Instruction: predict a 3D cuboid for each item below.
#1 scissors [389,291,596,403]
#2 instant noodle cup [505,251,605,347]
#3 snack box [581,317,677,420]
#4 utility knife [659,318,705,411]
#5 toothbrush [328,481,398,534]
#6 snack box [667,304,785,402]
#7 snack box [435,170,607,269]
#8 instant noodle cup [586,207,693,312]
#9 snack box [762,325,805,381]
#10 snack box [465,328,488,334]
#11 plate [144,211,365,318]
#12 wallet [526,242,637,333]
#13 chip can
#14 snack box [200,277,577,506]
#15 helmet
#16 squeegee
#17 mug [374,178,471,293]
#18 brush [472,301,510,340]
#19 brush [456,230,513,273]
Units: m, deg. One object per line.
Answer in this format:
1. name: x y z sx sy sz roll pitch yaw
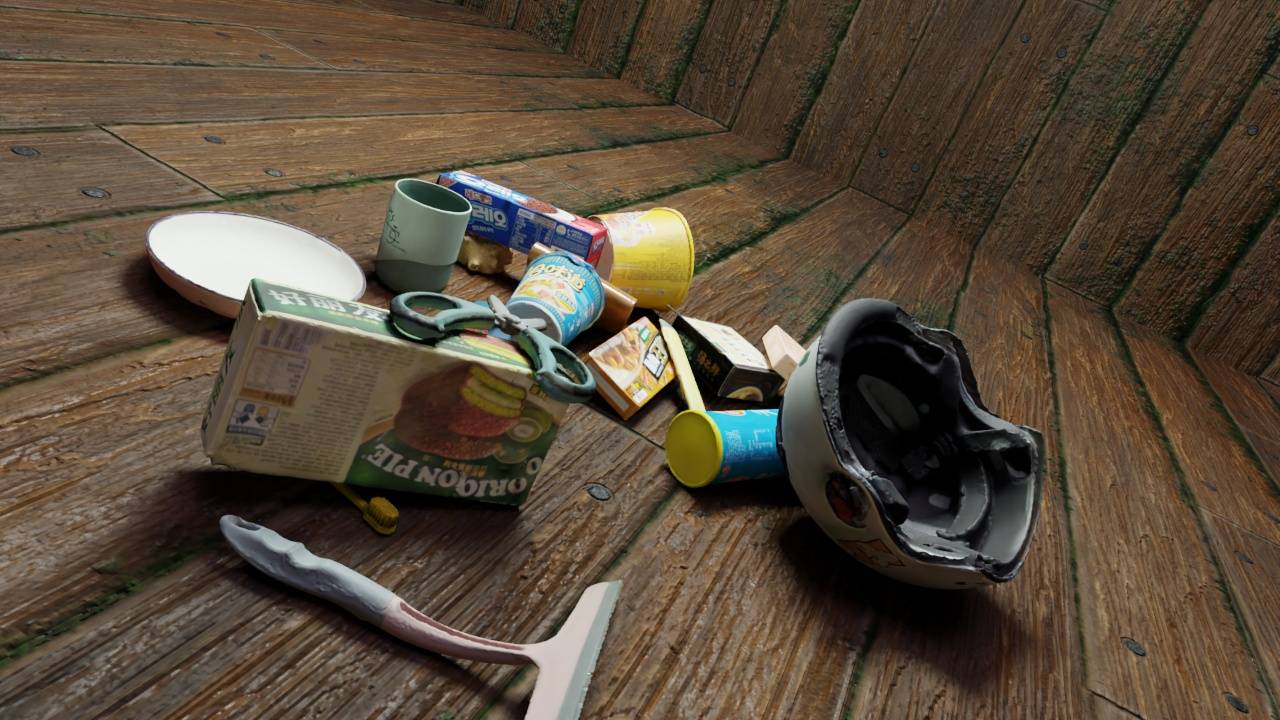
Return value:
1. scissors: -0.113 -0.022 0.670 0.180 0.019 0.170 15 20 -32
2. instant noodle cup: -0.100 -0.051 0.971 0.099 0.099 0.109 25 32 4
3. snack box: -0.006 0.006 0.977 0.075 0.026 0.153 47 28 3
4. utility knife: 0.053 0.029 0.977 0.031 0.022 0.212 25 28 -34
5. toothbrush: -0.243 0.066 0.675 0.190 0.017 0.015 34 21 24
6. snack box: 0.093 -0.007 1.074 0.125 0.053 0.113 8 27 -45
7. snack box: -0.147 -0.166 1.095 0.207 0.057 0.058 22 22 10
8. instant noodle cup: -0.015 -0.128 1.164 0.109 0.138 0.138 -3 33 -30
9. snack box: 0.212 0.029 1.088 0.157 0.026 0.084 39 19 -17
10. snack box: -0.211 -0.011 0.760 0.156 0.027 0.076 -3 11 28
11. plate: -0.357 -0.080 0.857 0.192 0.039 0.192 19 24 -9
12. wallet: -0.071 -0.079 1.059 0.132 0.031 0.108 30 -17 1
13. chip can: 0.123 0.082 0.907 0.209 0.071 0.071 1 32 -42
14. snack box: -0.173 0.030 0.657 0.239 0.114 0.063 14 19 -36
15. helmet: 0.226 0.090 0.841 0.274 0.157 0.229 42 50 -4
16. squeegee: -0.145 0.150 0.560 0.249 0.040 0.247 19 7 4
17. mug: -0.244 -0.136 0.992 0.082 0.106 0.112 -5 37 -46
18. brush: -0.158 -0.017 0.858 0.055 0.074 0.143 19 24 3
19. brush: -0.174 -0.171 1.196 0.083 0.046 0.254 22 29 7
